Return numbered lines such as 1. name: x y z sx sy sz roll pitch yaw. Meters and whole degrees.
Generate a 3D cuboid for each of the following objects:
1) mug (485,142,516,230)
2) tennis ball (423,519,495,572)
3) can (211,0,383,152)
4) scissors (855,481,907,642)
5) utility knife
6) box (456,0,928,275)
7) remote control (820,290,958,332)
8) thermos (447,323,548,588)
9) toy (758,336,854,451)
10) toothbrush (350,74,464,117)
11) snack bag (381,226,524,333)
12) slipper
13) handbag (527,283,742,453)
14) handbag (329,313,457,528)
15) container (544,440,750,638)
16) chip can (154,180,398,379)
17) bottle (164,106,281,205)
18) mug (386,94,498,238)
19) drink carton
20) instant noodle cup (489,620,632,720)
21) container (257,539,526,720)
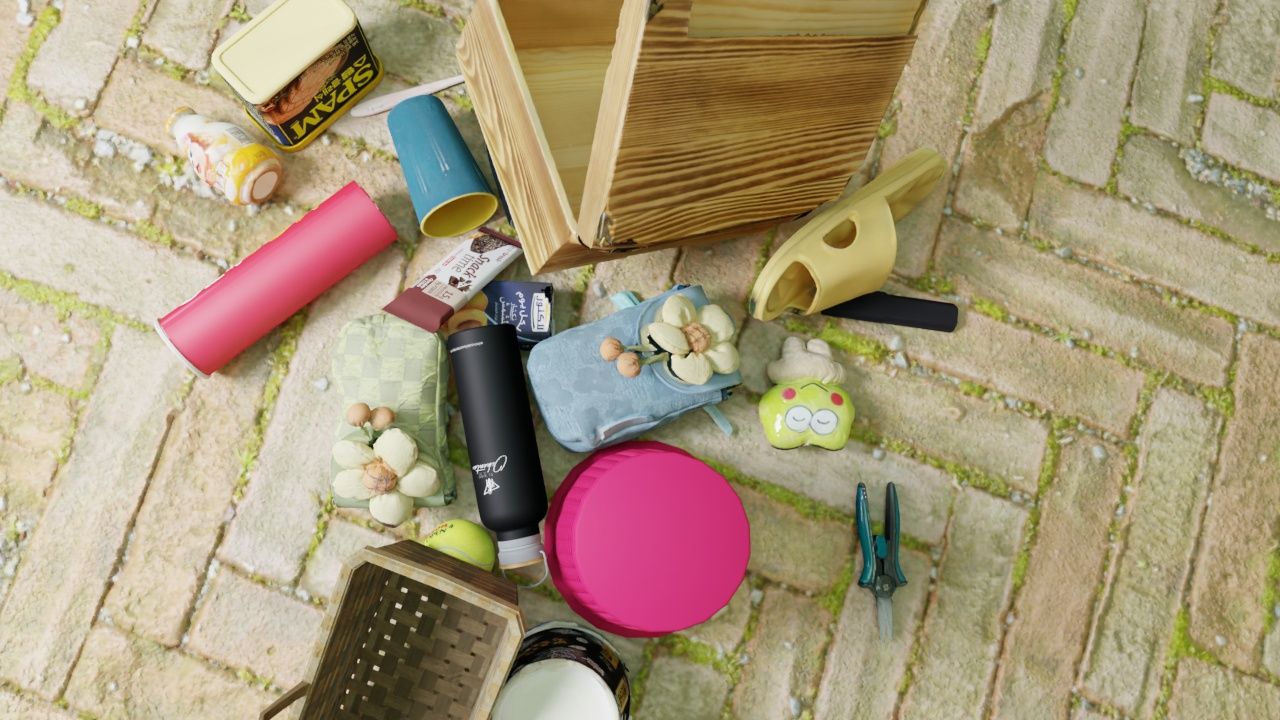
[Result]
1. mug: -0.085 -0.189 0.893 0.121 0.085 0.094 -13 80 -34
2. tennis ball: -0.164 0.176 0.825 0.065 0.065 0.065 1 80 -4
3. can: -0.324 -0.282 0.876 0.135 0.104 0.075 -44 85 -10
4. scissors: 0.223 0.185 0.870 0.128 0.019 0.140 -44 92 -16
5. utility knife: 0.033 0.002 0.893 0.022 0.016 0.179 -37 82 -8
6. box: 0.057 -0.221 0.747 0.278 0.316 0.282 -15 82 -32
7. remote control: 0.249 -0.053 0.916 0.136 0.015 0.032 8 79 -2
8. thermos: -0.121 0.087 0.814 0.061 0.061 0.231 -11 86 -6
9. toy: 0.159 0.031 0.882 0.092 0.046 0.115 2 72 0
10. toothbrush: -0.206 -0.279 0.928 0.181 0.018 0.015 -20 81 -6
11. snack bag: -0.168 -0.079 0.851 0.057 0.013 0.157 25 45 14
12. slipper: 0.210 -0.107 0.871 0.262 0.100 0.078 -39 73 -20
13. handbag: -0.005 0.005 0.830 0.192 0.119 0.121 -20 85 -8
14. handbag: -0.226 0.053 0.809 0.113 0.117 0.186 -1 96 -1
15. container: 0.009 0.147 0.759 0.183 0.226 0.183 1 80 -4
16. chip can: -0.336 -0.077 0.858 0.220 0.069 0.069 -39 84 -9
17. bottle: -0.401 -0.198 0.878 0.108 0.063 0.063 36 80 4
18. mug: -0.196 -0.190 0.887 0.078 0.078 0.121 -23 77 -7
19. drink carton: -0.147 -0.044 0.878 0.130 0.040 0.064 2 81 -3
20. instant noodle cup: -0.070 0.302 0.785 0.137 0.112 0.137 1 81 -4
21. container: -0.196 0.278 0.713 0.157 0.186 0.250 22 100 0
